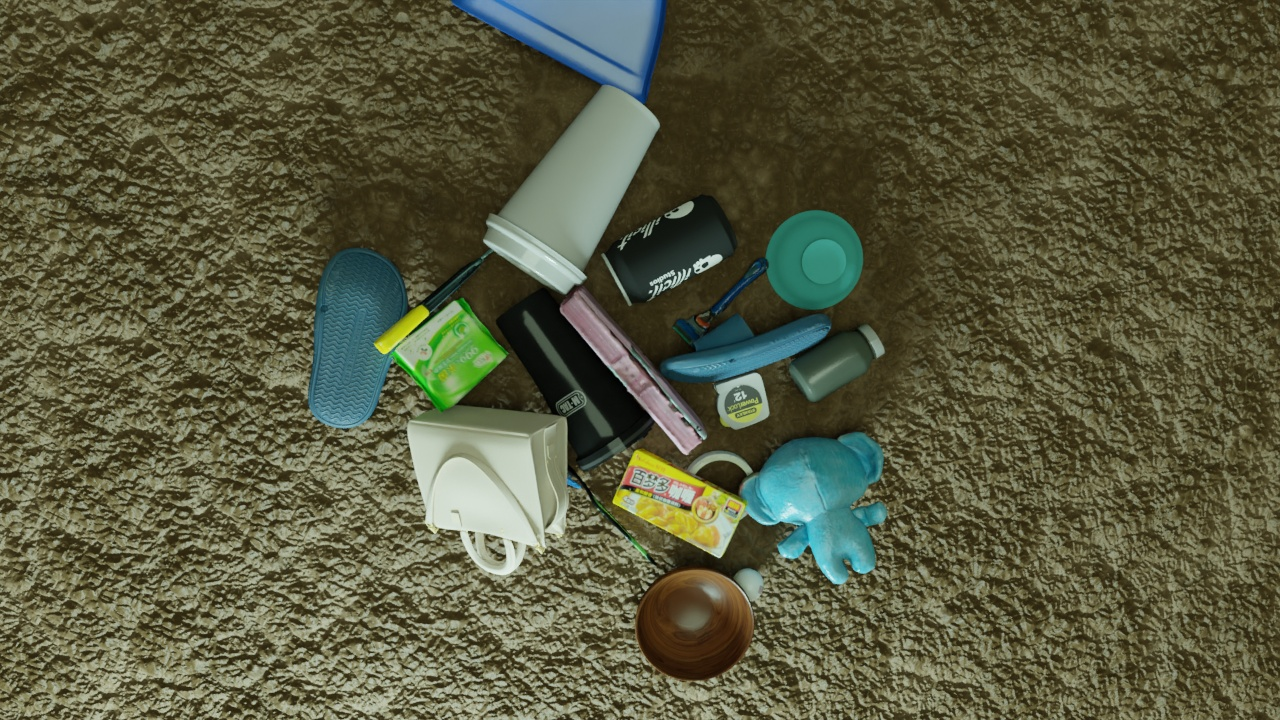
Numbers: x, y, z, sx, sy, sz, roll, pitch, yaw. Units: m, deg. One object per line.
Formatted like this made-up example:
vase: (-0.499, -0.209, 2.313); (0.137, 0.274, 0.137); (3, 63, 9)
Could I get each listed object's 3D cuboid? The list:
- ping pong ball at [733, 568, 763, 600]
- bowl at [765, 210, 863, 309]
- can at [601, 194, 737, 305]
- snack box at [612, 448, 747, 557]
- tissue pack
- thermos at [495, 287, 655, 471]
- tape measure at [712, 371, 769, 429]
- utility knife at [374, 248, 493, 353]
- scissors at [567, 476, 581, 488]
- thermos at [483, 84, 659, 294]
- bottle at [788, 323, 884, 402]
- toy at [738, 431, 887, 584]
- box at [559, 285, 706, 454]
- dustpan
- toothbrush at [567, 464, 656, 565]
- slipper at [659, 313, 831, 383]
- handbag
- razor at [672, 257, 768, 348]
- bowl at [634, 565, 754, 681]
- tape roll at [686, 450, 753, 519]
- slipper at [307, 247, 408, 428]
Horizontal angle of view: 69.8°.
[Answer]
ping pong ball: (0.137, 0.285, 1.167); (0.040, 0.040, 0.040); (0, 98, -3)
bowl: (0.215, -0.120, 1.108); (0.121, 0.046, 0.121); (0, 99, -3)
can: (0.034, -0.129, 1.079); (0.146, 0.080, 0.080); (-28, 99, 1)
snack box: (0.048, 0.174, 1.129); (0.152, 0.025, 0.075); (25, 97, 13)
tissue pack: (-0.226, -0.008, 1.088); (0.113, 0.034, 0.099); (-44, 98, -23)
thermos: (-0.080, 0.023, 1.089); (0.106, 0.106, 0.218); (-35, 94, 2)
tape measure: (0.125, 0.050, 1.143); (0.064, 0.016, 0.065); (-18, 99, -1)
utility knife: (-0.231, -0.079, 1.075); (0.197, 0.029, 0.020); (-44, 111, -13)
scissors: (-0.124, 0.124, 1.114); (0.125, 0.016, 0.126); (50, 131, 7)
thermos: (-0.072, -0.197, 1.047); (0.131, 0.131, 0.222); (33, 88, -8)
bottle: (0.240, 0.002, 1.121); (0.108, 0.060, 0.060); (-32, 99, 1)
toy: (0.225, 0.179, 1.124); (0.183, 0.115, 0.180); (-23, 78, 0)
box: (-0.006, 0.006, 1.092); (0.041, 0.098, 0.233); (-39, 97, 10)
dustpan: (-0.046, -0.465, 1.036); (0.245, 0.059, 0.258); (26, 106, -7)
toothbrush: (-0.044, 0.194, 1.157); (0.017, 0.014, 0.188); (-39, 99, 16)
slipper: (0.124, -0.020, 1.101); (0.213, 0.104, 0.059); (-16, 73, -5)
handbag: (-0.172, 0.160, 1.078); (0.195, 0.101, 0.198); (4, 105, 27)
razor: (0.105, -0.073, 1.123); (0.141, 0.018, 0.044); (-42, 62, 1)
bowl: (0.065, 0.319, 1.154); (0.147, 0.069, 0.147); (0, 99, -3)
tape roll: (0.100, 0.161, 1.157); (0.094, 0.019, 0.094); (0, 99, -3)
slipper: (-0.335, -0.026, 1.086); (0.103, 0.059, 0.213); (10, 86, -16)
